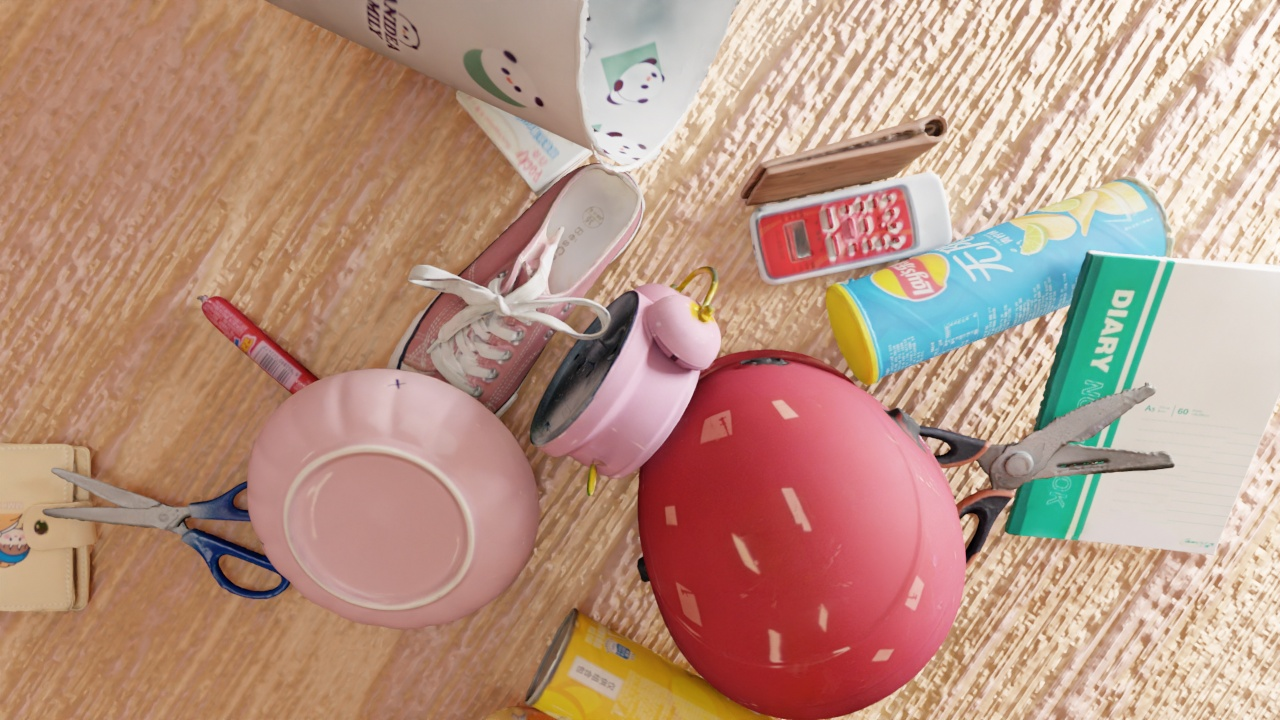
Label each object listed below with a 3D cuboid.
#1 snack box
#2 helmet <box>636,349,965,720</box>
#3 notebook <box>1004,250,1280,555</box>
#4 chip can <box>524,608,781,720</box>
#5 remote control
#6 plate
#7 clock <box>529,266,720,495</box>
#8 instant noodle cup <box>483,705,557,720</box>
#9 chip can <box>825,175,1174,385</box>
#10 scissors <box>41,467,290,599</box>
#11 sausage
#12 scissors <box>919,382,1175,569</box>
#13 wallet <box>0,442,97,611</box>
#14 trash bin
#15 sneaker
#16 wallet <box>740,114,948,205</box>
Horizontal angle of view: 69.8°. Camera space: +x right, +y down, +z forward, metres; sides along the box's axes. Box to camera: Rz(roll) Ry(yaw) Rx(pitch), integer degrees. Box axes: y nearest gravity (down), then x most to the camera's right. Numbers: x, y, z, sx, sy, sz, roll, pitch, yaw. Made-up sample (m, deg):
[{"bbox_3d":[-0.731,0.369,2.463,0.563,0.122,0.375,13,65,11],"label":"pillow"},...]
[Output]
[{"bbox_3d":[-0.037,-0.193,0.620,0.157,0.027,0.084,-39,93,0],"label":"snack box"},{"bbox_3d":[0.091,0.106,0.563,0.207,0.144,0.240,-30,84,7],"label":"helmet"},{"bbox_3d":[0.341,0.034,0.609,0.150,0.012,0.209,5,114,-1],"label":"notebook"},{"bbox_3d":[0.032,0.247,0.614,0.213,0.072,0.072,28,91,-3],"label":"chip can"},{"bbox_3d":[0.145,-0.090,0.632,0.136,0.020,0.056,-11,91,-1],"label":"remote control"},{"bbox_3d":[-0.163,0.100,0.589,0.192,0.039,0.193,1,112,2],"label":"plate"},{"bbox_3d":[-0.003,0.003,0.585,0.060,0.117,0.158,33,92,-16],"label":"clock"},{"bbox_3d":[-0.073,0.316,0.583,0.151,0.151,0.111,38,98,-2],"label":"instant noodle cup"},{"bbox_3d":[0.234,-0.053,0.610,0.210,0.071,0.071,-21,92,-1],"label":"chip can"},{"bbox_3d":[-0.312,0.117,0.623,0.170,0.012,0.144,-18,96,-7],"label":"scissors"},{"bbox_3d":[-0.241,0.007,0.626,0.156,0.020,0.020,41,90,-2],"label":"sausage"},{"bbox_3d":[0.231,0.079,0.617,0.189,0.015,0.224,29,106,6],"label":"scissors"},{"bbox_3d":[-0.416,0.114,0.624,0.087,0.024,0.115,1,90,-4],"label":"wallet"},{"bbox_3d":[-0.086,-0.254,0.507,0.252,0.229,0.229,22,91,15],"label":"trash bin"},{"bbox_3d":[-0.088,-0.033,0.593,0.118,0.088,0.241,42,93,-2],"label":"sneaker"},{"bbox_3d":[0.126,-0.125,0.590,0.115,0.101,0.020,-14,89,0],"label":"wallet"}]
